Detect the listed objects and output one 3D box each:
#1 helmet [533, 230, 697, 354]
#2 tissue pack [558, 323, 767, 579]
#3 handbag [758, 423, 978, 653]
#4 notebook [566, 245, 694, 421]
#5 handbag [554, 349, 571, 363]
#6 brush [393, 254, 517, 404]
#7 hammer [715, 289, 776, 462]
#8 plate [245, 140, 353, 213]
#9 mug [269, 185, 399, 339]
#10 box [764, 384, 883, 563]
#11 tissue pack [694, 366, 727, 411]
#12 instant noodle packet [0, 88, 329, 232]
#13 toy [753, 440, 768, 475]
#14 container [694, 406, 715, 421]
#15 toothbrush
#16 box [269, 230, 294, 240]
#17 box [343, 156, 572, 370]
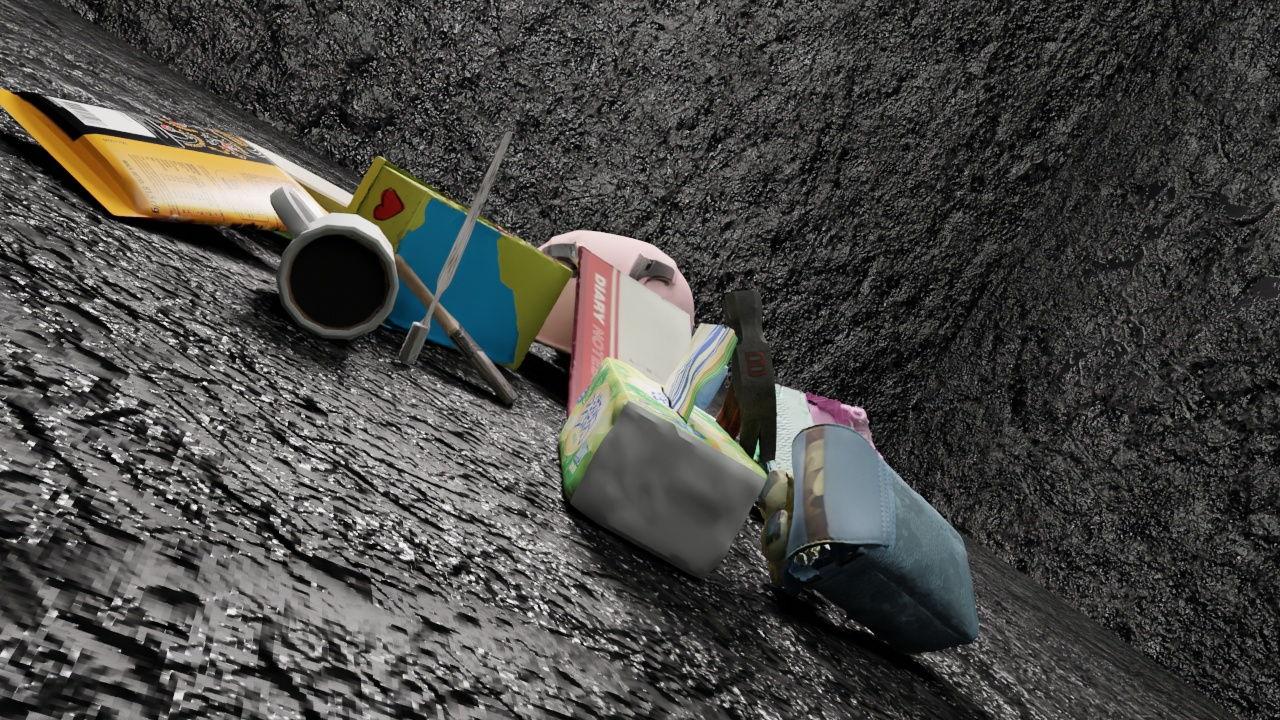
[{"bbox_3d":[-0.039,-0.065,1.034,0.230,0.152,0.255,14,7,3],"label":"helmet"},{"bbox_3d":[0.023,0.037,0.628,0.120,0.141,0.197,30,4,-16],"label":"tissue pack"},{"bbox_3d":[0.160,0.139,0.679,0.192,0.119,0.121,39,39,-32],"label":"handbag"},{"bbox_3d":[-0.005,0.005,0.857,0.153,0.012,0.208,30,43,-33],"label":"notebook"},{"bbox_3d":[-0.076,-0.019,1.244,0.196,0.072,0.175,27,4,-2],"label":"handbag"},{"bbox_3d":[-0.145,-0.022,0.721,0.151,0.012,0.039,52,-1,-15],"label":"brush"},{"bbox_3d":[0.072,0.056,0.767,0.028,0.111,0.301,-5,-21,-5],"label":"hammer"},{"bbox_3d":[-0.319,-0.161,0.907,0.188,0.027,0.188,29,3,-2],"label":"plate"},{"bbox_3d":[-0.213,-0.072,0.623,0.105,0.073,0.089,57,-6,-20],"label":"mug"},{"bbox_3d":[0.180,0.120,0.878,0.159,0.035,0.230,17,40,-26],"label":"box"},{"bbox_3d":[0.053,0.031,1.214,0.070,0.112,0.182,32,3,-6],"label":"tissue pack"},{"bbox_3d":[-0.344,-0.145,0.700,0.160,0.032,0.220,39,18,18],"label":"instant noodle packet"},{"bbox_3d":[0.149,0.135,0.971,0.193,0.072,0.131,32,-36,-34],"label":"toy"},{"bbox_3d":[0.031,0.065,1.047,0.129,0.049,0.080,32,4,15],"label":"container"},{"bbox_3d":[-0.132,-0.080,0.652,0.010,0.181,0.010,27,6,15],"label":"toothbrush"},{"bbox_3d":[-0.384,-0.163,0.909,0.174,0.033,0.231,33,5,38],"label":"box"},{"bbox_3d":[-0.169,-0.078,0.817,0.081,0.124,0.220,33,6,32],"label":"box"}]
